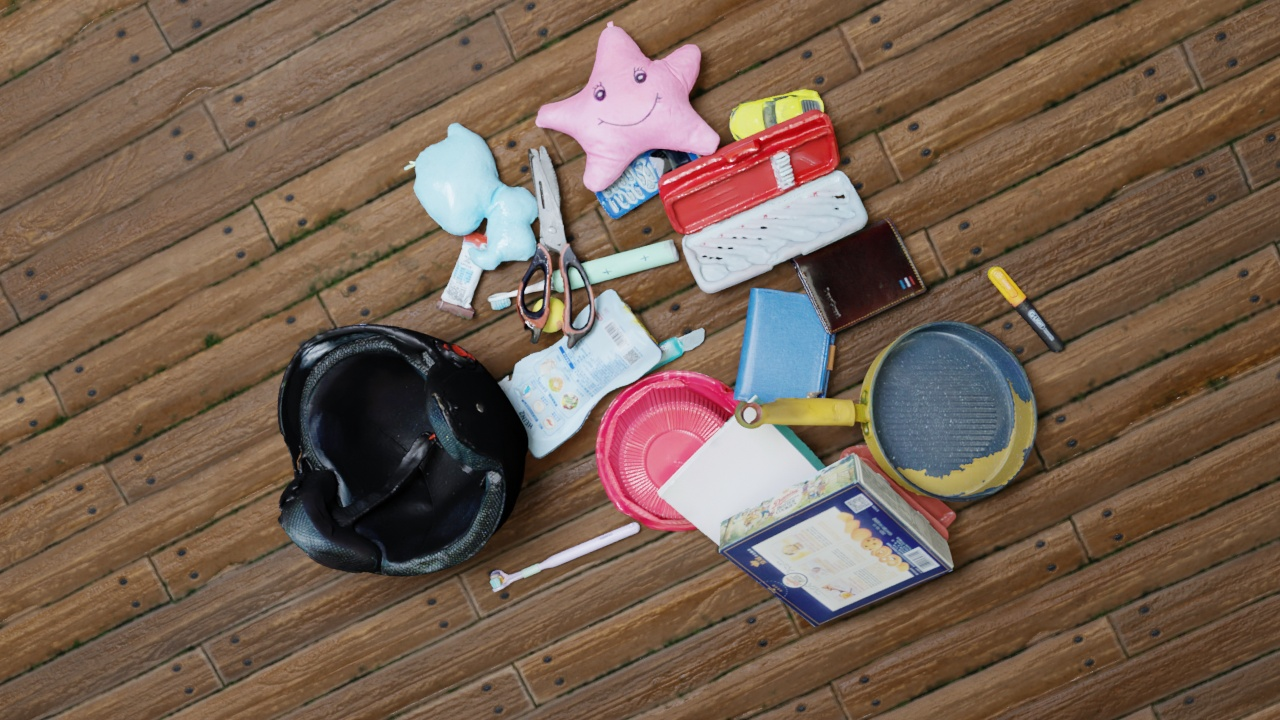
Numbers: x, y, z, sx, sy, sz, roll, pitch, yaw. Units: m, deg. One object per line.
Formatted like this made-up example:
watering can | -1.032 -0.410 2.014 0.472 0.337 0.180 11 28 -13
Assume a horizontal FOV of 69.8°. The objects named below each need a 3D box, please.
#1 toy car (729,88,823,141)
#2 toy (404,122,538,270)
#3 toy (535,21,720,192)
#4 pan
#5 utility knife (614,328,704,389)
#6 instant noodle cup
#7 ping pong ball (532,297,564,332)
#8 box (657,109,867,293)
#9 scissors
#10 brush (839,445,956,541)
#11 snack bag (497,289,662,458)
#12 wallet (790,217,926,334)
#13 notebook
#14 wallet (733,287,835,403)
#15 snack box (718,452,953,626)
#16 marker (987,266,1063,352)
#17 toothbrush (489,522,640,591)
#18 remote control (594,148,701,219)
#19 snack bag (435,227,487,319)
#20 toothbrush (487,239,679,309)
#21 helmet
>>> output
toy car | 0.151 -0.270 1.016 0.105 0.032 0.048 -12 96 5
toy | -0.187 -0.183 1.025 0.156 0.050 0.161 9 80 -15
toy | -0.021 -0.282 1.000 0.195 0.074 0.178 -16 83 7
pan | 0.263 0.055 0.977 0.357 0.078 0.197 -1 81 -11
utility knife | -0.006 0.006 1.060 0.179 0.013 0.029 -26 91 4
instant noodle cup | 0.043 0.110 1.045 0.194 0.066 0.194 0 97 2
ping pong ball | -0.103 -0.052 1.044 0.040 0.040 0.040 0 96 2
box | 0.133 -0.175 1.013 0.201 0.073 0.154 -23 99 5
scissors | -0.109 -0.125 1.014 0.207 0.015 0.191 45 80 -9
brush | 0.285 0.151 1.037 0.146 0.069 0.063 41 95 -2
snack bag | -0.075 0.015 1.045 0.191 0.039 0.110 -40 79 5
wallet | 0.242 -0.094 1.022 0.122 0.020 0.096 -24 81 -4
notebook | 0.136 0.151 1.024 0.150 0.012 0.209 -45 120 3
wallet | 0.167 -0.011 1.039 0.106 0.040 0.133 9 89 1
snack box | 0.209 0.200 0.991 0.183 0.045 0.178 -33 121 29
marker | 0.436 -0.057 1.037 0.018 0.015 0.124 -41 95 10
toothbrush | -0.089 0.229 1.085 0.189 0.029 0.021 -22 135 3
remote control | 0.008 -0.209 1.031 0.125 0.024 0.049 -31 94 2
snack bag | -0.197 -0.102 1.049 0.048 0.026 0.104 19 96 3
toothbrush | -0.066 -0.097 1.045 0.224 0.026 0.027 -15 116 3
helmet | -0.245 0.088 0.972 0.234 0.230 0.274 -37 86 12
